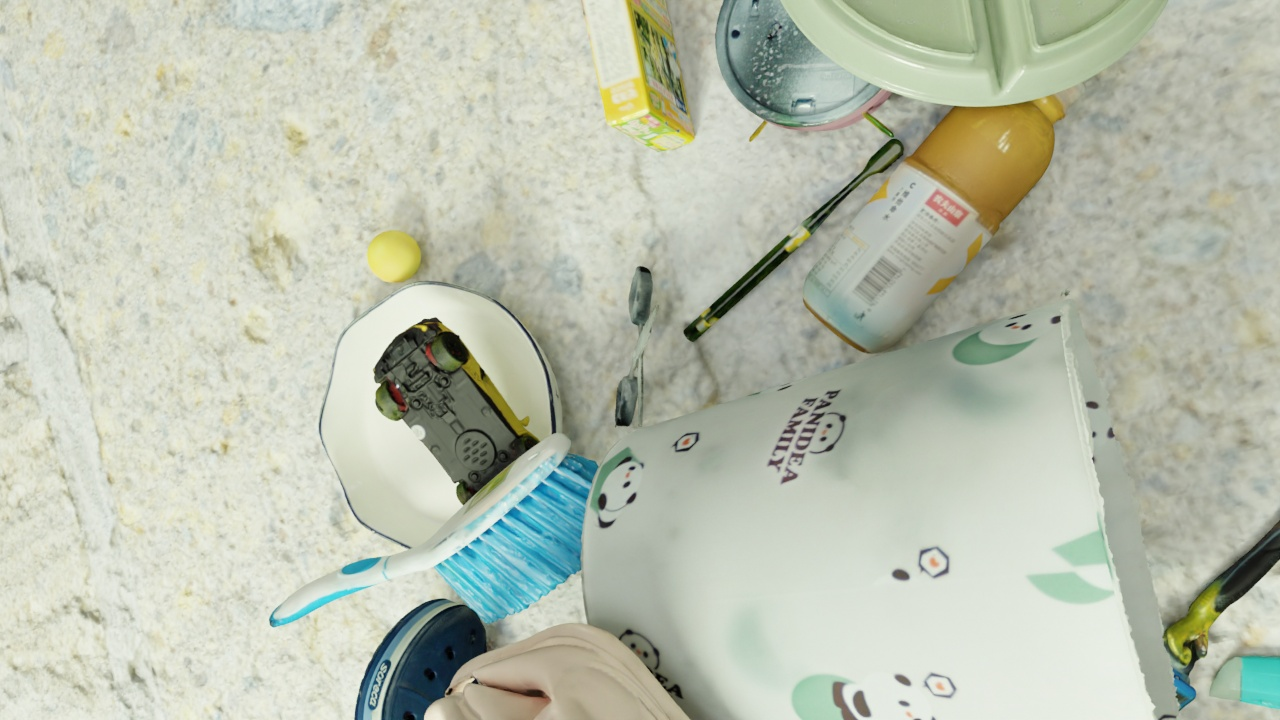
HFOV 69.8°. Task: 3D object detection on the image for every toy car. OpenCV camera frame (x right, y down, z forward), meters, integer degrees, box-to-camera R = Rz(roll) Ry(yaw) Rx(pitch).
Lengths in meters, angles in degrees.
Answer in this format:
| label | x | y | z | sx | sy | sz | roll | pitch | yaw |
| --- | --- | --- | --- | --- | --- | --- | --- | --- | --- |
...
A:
| label | x | y | z | sx | sy | sz | roll | pitch | yaw |
| --- | --- | --- | --- | --- | --- | --- | --- | --- | --- |
| toy car | -0.119 | 0.044 | 0.626 | 0.071 | 0.041 | 0.156 | -37 | 93 | 20 |

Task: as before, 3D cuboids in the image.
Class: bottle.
| label | x | y | z | sx | sy | sz | roll | pitch | yaw |
| --- | --- | --- | --- | --- | --- | --- | --- | --- | --- |
| bottle | 0.175 | -0.090 | 0.534 | 0.068 | 0.068 | 0.190 | 44 | 107 | 16 |

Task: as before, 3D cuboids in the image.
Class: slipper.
| label | x | y | z | sx | sy | sz | roll | pitch | yaw |
| --- | --- | --- | --- | --- | --- | --- | --- | --- | --- |
| slipper | -0.128 | 0.301 | 0.652 | 0.095 | 0.105 | 0.253 | -8 | 91 | 30 |

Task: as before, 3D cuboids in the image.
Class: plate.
| label | x | y | z | sx | sy | sz | roll | pitch | yaw |
| --- | --- | --- | --- | --- | --- | --- | --- | --- | --- |
| plate | 0.182 | -0.248 | 0.503 | 0.230 | 0.027 | 0.230 | -1 | 76 | 6 |
| plate | -0.146 | 0.044 | 0.688 | 0.205 | 0.045 | 0.205 | 1 | 92 | 23 |

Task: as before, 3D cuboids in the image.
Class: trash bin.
| label | x | y | z | sx | sy | sz | roll | pitch | yaw |
| --- | --- | --- | --- | --- | --- | --- | --- | --- | --- |
| trash bin | 0.122 | 0.104 | 0.487 | 0.252 | 0.229 | 0.229 | -15 | 85 | 29 |

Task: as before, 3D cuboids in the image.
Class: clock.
| label | x | y | z | sx | sy | sz | roll | pitch | yaw |
| --- | --- | --- | --- | --- | --- | --- | --- | --- | --- |
| clock | 0.112 | -0.216 | 0.564 | 0.117 | 0.059 | 0.158 | 5 | 95 | 24 |

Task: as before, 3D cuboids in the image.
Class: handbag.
| label | x | y | z | sx | sy | sz | roll | pitch | yaw |
| --- | --- | --- | --- | --- | --- | --- | --- | --- | --- |
| handbag | -0.044 | 0.239 | 0.500 | 0.193 | 0.093 | 0.235 | 55 | 146 | -11 |

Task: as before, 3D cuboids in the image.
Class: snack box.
| label | x | y | z | sx | sy | sz | roll | pitch | yaw |
| --- | --- | --- | --- | --- | --- | --- | --- | --- | --- |
| snack box | -0.005 | -0.214 | 0.598 | 0.034 | 0.086 | 0.140 | -15 | 86 | 22 |

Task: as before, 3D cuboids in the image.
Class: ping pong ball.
| label | x | y | z | sx | sy | sz | roll | pitch | yaw |
| --- | --- | --- | --- | --- | --- | --- | --- | --- | --- |
| ping pong ball | -0.190 | -0.080 | 0.706 | 0.040 | 0.040 | 0.040 | 1 | 91 | 23 |

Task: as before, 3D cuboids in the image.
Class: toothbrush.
| label | x | y | z | sx | sy | sz | roll | pitch | yaw |
| --- | --- | --- | --- | --- | --- | --- | --- | --- | --- |
| toothbrush | 0.097 | -0.075 | 0.598 | 0.186 | 0.017 | 0.012 | -43 | 78 | 20 |

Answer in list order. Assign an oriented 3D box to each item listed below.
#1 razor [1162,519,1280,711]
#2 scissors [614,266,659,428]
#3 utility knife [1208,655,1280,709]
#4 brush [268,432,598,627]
| label | x | y | z | sx | sy | sz | roll | pitch | yaw |
| --- | --- | --- | --- | --- | --- | --- | --- | --- | --- |
| razor | 0.322 | 0.126 | 0.501 | 0.042 | 0.022 | 0.143 | 32 | 101 | -15 |
| scissors | -0.003 | -0.002 | 0.577 | 0.014 | 0.180 | 0.160 | 7 | 131 | -4 |
| utility knife | 0.418 | 0.175 | 0.465 | 0.223 | 0.013 | 0.029 | 0 | 89 | 26 |
| brush | -0.136 | 0.139 | 0.621 | 0.109 | 0.060 | 0.315 | 43 | 121 | -12 |
